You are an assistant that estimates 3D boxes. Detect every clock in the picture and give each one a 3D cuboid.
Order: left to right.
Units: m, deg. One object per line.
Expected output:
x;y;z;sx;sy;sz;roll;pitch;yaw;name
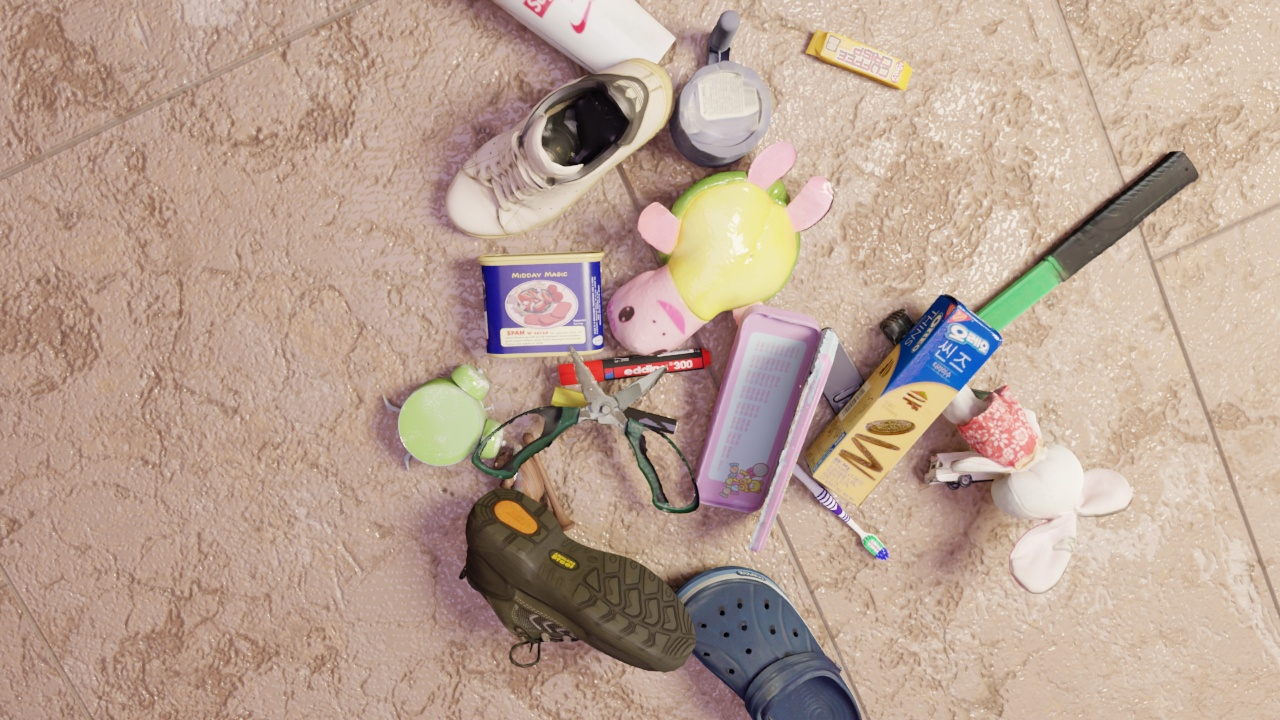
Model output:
-0.181;0.057;0.876;0.119;0.042;0.094;-18;100;1;clock

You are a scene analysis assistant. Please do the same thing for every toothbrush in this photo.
0.180;0.134;0.909;0.186;0.016;0.015;44;95;-7;toothbrush

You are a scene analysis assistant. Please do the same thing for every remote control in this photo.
0.204;0.038;0.893;0.041;0.020;0.152;-31;99;8;remote control

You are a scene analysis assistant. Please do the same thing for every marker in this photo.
-0.025;0.051;0.891;0.124;0.017;0.021;15;98;-5;marker
-0.005;0.005;0.881;0.145;0.023;0.021;-7;61;0;marker

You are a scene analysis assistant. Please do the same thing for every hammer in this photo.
0.392;-0.084;0.875;0.319;0.032;0.130;-40;97;4;hammer

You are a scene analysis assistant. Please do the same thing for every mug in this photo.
0.071;-0.235;0.807;0.084;0.104;0.124;4;99;-1;mug

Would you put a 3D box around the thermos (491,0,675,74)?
-0.073;-0.326;0.798;0.220;0.099;0.099;36;96;-10;thermos

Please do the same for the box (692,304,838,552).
0.112;0.067;0.828;0.089;0.092;0.215;12;117;-4;box

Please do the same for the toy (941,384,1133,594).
0.349;0.099;0.840;0.158;0.084;0.194;-42;87;-20;toy

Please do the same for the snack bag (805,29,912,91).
0.203;-0.277;0.846;0.099;0.020;0.026;21;99;-4;snack bag

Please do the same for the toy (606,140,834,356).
0.071;-0.092;0.837;0.190;0.087;0.238;37;103;-30;toy

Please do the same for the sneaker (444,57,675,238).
-0.082;-0.169;0.786;0.242;0.102;0.089;-29;103;26;sneaker

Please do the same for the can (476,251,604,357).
-0.090;-0.053;0.855;0.116;0.056;0.092;-2;100;-1;can

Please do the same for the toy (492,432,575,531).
-0.107;0.124;0.889;0.054;0.042;0.102;-23;90;-20;toy

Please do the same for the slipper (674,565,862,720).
0.136;0.301;0.889;0.105;0.095;0.253;-42;104;1;slipper

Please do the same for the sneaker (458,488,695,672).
-0.076;0.238;0.853;0.238;0.100;0.143;32;122;8;sneaker

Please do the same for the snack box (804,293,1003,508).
0.240;0.037;0.850;0.056;0.057;0.207;36;104;-7;snack box

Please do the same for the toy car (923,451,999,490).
0.339;0.104;0.900;0.113;0.039;0.039;-5;77;-1;toy car

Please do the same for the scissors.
-0.040;0.087;0.860;0.202;0.015;0.201;-33;104;6;scissors
